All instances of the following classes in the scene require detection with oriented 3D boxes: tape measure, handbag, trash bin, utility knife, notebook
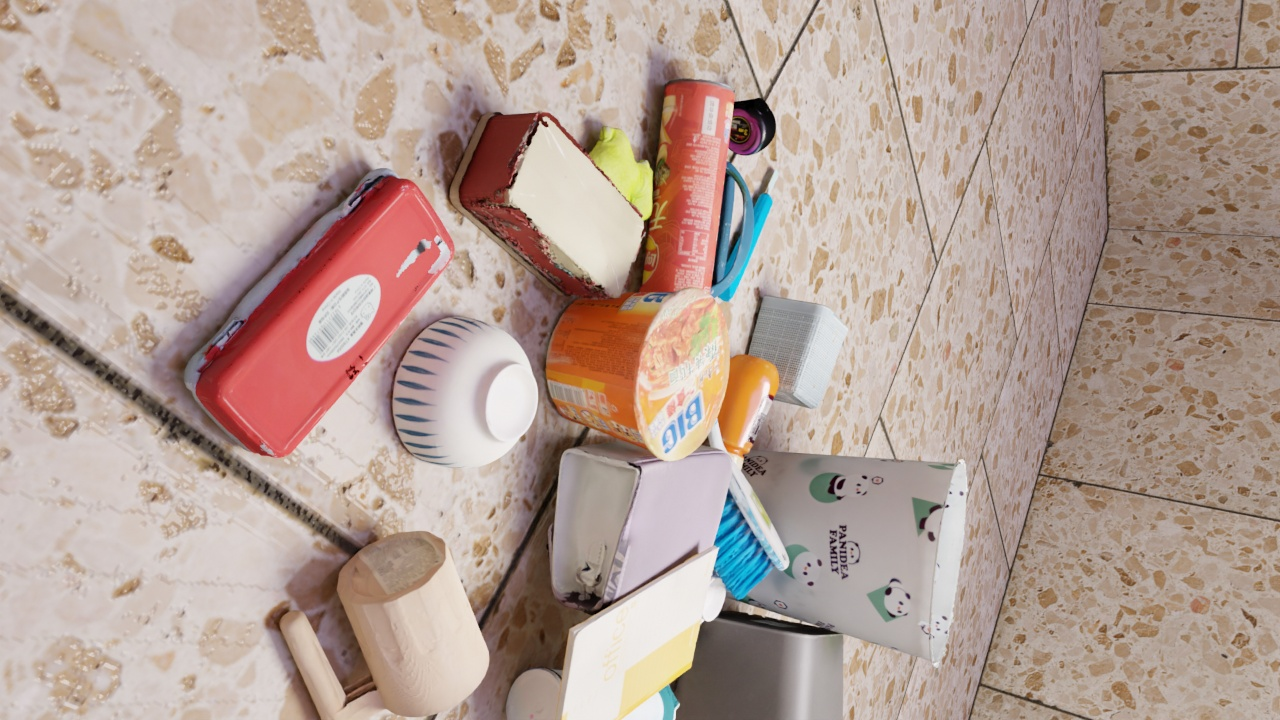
[{"bbox_3d":[0.115,-0.249,0.978,0.039,0.057,0.058,-38,119,-46],"label":"tape measure"},{"bbox_3d":[0.000,0.150,0.866,0.196,0.099,0.145,5,92,-60],"label":"handbag"},{"bbox_3d":[0.137,0.415,1.070,0.198,0.199,0.219,25,70,-56],"label":"trash bin"},{"bbox_3d":[0.129,-0.150,1.057,0.185,0.018,0.034,-64,154,-23],"label":"utility knife"},{"bbox_3d":[0.233,0.212,1.070,0.229,0.252,0.230,-22,114,-62],"label":"trash bin"},{"bbox_3d":[-0.002,0.262,0.830,0.205,0.010,0.146,-15,122,-50],"label":"notebook"}]

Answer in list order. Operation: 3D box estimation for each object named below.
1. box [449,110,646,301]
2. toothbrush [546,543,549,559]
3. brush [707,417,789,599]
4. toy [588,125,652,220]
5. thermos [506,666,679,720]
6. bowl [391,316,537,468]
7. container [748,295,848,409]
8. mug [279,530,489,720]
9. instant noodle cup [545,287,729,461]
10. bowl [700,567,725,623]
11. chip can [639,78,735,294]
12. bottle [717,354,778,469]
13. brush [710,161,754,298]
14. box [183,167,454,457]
[{"bbox_3d":[-0.062,-0.117,0.733,0.168,0.077,0.091,40,65,-51],"label":"box"},{"bbox_3d":[-0.043,0.215,0.898,0.189,0.014,0.016,50,19,-50],"label":"toothbrush"},{"bbox_3d":[0.071,0.098,0.976,0.314,0.110,0.060,60,18,-5],"label":"brush"},{"bbox_3d":[-0.018,-0.160,0.828,0.100,0.031,0.097,-13,110,-54],"label":"toy"},{"bbox_3d":[-0.039,0.342,0.894,0.224,0.073,0.073,34,70,-54],"label":"thermos"},{"bbox_3d":[-0.121,0.028,0.692,0.116,0.066,0.116,-19,114,-53],"label":"bowl"},{"bbox_3d":[0.185,-0.008,1.114,0.090,0.090,0.111,32,74,-53],"label":"container"},{"bbox_3d":[-0.179,0.194,0.650,0.124,0.084,0.104,-23,119,-21],"label":"mug"},{"bbox_3d":[-0.005,0.005,0.815,0.151,0.112,0.151,-18,113,-53],"label":"instant noodle cup"},{"bbox_3d":[0.054,0.253,1.007,0.118,0.065,0.118,-20,115,-53],"label":"bowl"},{"bbox_3d":[0.044,-0.156,0.884,0.073,0.073,0.216,0,98,-56],"label":"chip can"},{"bbox_3d":[0.109,0.070,1.042,0.066,0.067,0.149,31,74,-54],"label":"bottle"},{"bbox_3d":[0.080,-0.133,0.939,0.055,0.074,0.144,1,97,-60],"label":"brush"},{"bbox_3d":[-0.201,-0.036,0.590,0.200,0.048,0.087,-58,139,-30],"label":"box"}]
